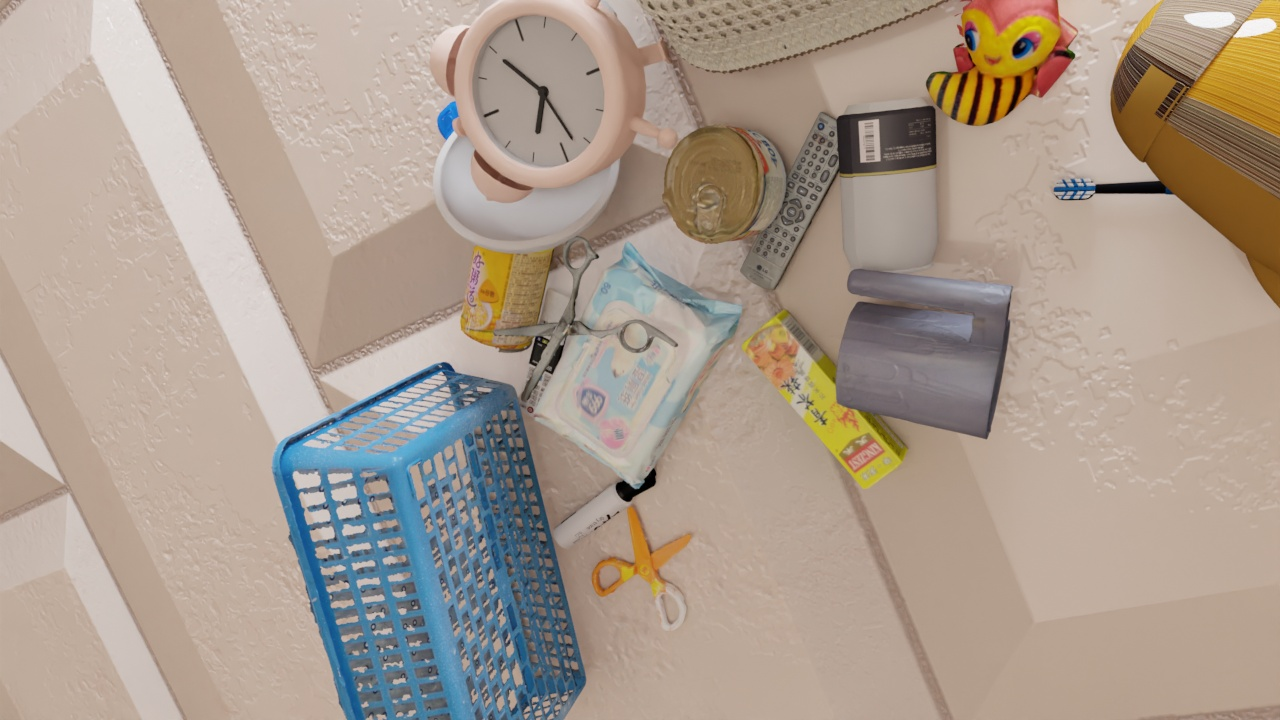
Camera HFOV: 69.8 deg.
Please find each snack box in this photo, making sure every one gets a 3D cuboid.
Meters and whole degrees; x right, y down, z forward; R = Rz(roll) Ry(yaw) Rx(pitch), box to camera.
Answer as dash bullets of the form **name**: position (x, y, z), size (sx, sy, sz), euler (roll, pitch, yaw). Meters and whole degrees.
- **snack box**: position (0.143, 0.029, 0.713), size (0.148, 0.028, 0.040), euler (49, 120, 4)

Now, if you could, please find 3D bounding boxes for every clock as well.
- **clock**: position (-0.063, -0.194, 0.659), size (0.161, 0.086, 0.131), euler (-15, 104, 20)

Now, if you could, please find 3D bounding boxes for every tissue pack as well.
- **tissue pack**: position (-0.004, 0.004, 0.754), size (0.112, 0.069, 0.182), euler (35, 117, 13)

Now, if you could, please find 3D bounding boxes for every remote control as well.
- **remote control**: position (0.117, -0.116, 0.689), size (0.033, 0.013, 0.137), euler (32, 117, 14)
- **remote control**: position (-0.084, -0.005, 0.822), size (0.028, 0.011, 0.124), euler (25, 115, 17)

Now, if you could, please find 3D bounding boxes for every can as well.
- **can**: position (0.063, -0.131, 0.686), size (0.086, 0.043, 0.086), euler (7, 102, 34)
- **can**: position (-0.114, -0.067, 0.786), size (0.068, 0.067, 0.105), euler (24, 115, 17)
- **can**: position (0.171, -0.114, 0.635), size (0.064, 0.064, 0.127), euler (1, 106, 26)

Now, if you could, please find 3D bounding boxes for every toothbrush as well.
- **toothbrush**: position (0.352, -0.110, 0.578), size (0.168, 0.014, 0.014), euler (3, 96, 25)

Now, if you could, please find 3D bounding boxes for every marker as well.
- **marker**: position (-0.032, 0.132, 0.832), size (0.126, 0.025, 0.025), euler (-40, 86, 30)

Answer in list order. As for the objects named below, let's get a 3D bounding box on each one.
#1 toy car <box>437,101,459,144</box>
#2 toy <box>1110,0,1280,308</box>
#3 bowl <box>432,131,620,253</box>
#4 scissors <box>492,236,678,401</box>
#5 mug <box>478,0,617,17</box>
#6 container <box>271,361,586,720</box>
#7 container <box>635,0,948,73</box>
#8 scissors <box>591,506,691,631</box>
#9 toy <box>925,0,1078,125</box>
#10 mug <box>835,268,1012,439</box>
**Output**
- **toy car**: position (-0.154, -0.174, 0.775), size (0.033, 0.061, 0.092), euler (-33, 90, 30)
- **toy**: position (0.361, -0.129, 0.496), size (0.203, 0.162, 0.199), euler (37, 147, 19)
- **bowl**: position (-0.088, -0.142, 0.735), size (0.149, 0.043, 0.149), euler (-3, 65, 7)
- **scissors**: position (-0.047, -0.024, 0.722), size (0.174, 0.014, 0.141), euler (17, 101, 28)
- **mug**: position (-0.070, -0.251, 0.715), size (0.089, 0.071, 0.107), euler (26, 143, 7)
- **container**: position (-0.150, 0.197, 0.783), size (0.089, 0.256, 0.362), euler (-8, 102, 20)
- **container**: position (0.092, -0.298, 0.571), size (0.247, 0.142, 0.184), euler (-11, 87, 28)
- **scissors**: position (0.009, 0.196, 0.840), size (0.127, 0.011, 0.126), euler (50, 121, 3)
- **toy**: position (0.233, -0.202, 0.590), size (0.084, 0.046, 0.104), euler (31, 120, 7)
- **mug**: position (0.195, -0.010, 0.634), size (0.104, 0.083, 0.124), euler (11, 141, 24)
